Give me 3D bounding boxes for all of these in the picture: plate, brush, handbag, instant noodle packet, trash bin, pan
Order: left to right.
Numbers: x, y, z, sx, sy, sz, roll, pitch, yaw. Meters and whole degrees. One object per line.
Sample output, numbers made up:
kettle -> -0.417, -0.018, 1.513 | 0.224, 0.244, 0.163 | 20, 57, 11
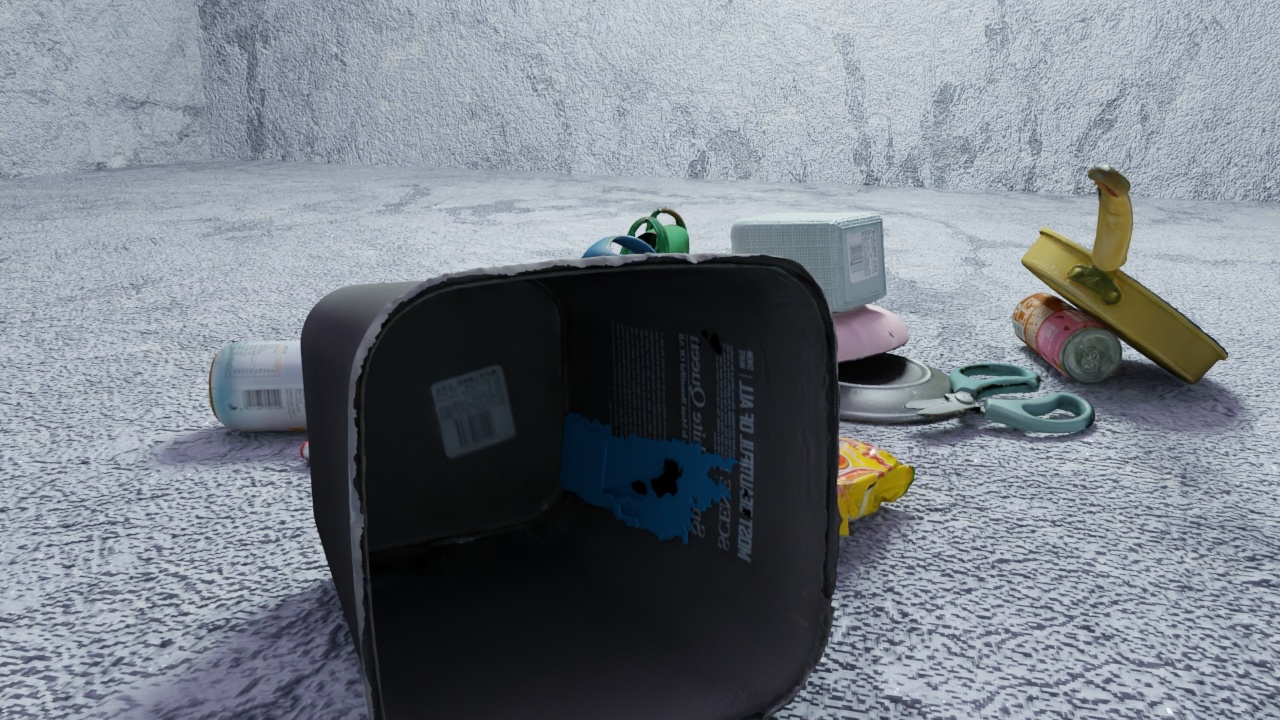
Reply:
trash bin -> -0.053, 0.046, 0.421 | 0.198, 0.199, 0.220 | -6, 12, -28
brush -> -0.008, -0.089, 0.940 | 0.055, 0.073, 0.143 | -8, -16, 34
handbag -> 0.012, -0.115, 1.071 | 0.068, 0.120, 0.131 | 12, 17, 14
instant noodle packet -> 0.095, 0.066, 0.579 | 0.128, 0.044, 0.110 | 21, 20, 35
plate -> 0.150, -0.028, 0.856 | 0.192, 0.039, 0.192 | -8, 8, 1
plate -> 0.197, 0.015, 0.813 | 0.179, 0.024, 0.179 | 2, 16, -1
pan -> 0.412, -0.079, 0.793 | 0.356, 0.078, 0.197 | 15, 26, -53

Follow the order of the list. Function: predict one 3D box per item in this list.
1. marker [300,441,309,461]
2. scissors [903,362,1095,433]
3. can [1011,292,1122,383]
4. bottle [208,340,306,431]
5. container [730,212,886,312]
marker -> -0.166, 0.072, 0.604 | 0.145, 0.017, 0.017 | 9, 18, 25
scissors -> 0.289, 0.038, 0.733 | 0.179, 0.019, 0.143 | -10, 30, -37
can -> 0.416, -0.025, 0.903 | 0.058, 0.058, 0.147 | 2, 17, 4
bottle -> -0.219, 0.018, 0.691 | 0.189, 0.068, 0.068 | -1, 17, -8
container -> 0.155, -0.089, 0.827 | 0.089, 0.090, 0.112 | -16, 15, -43
